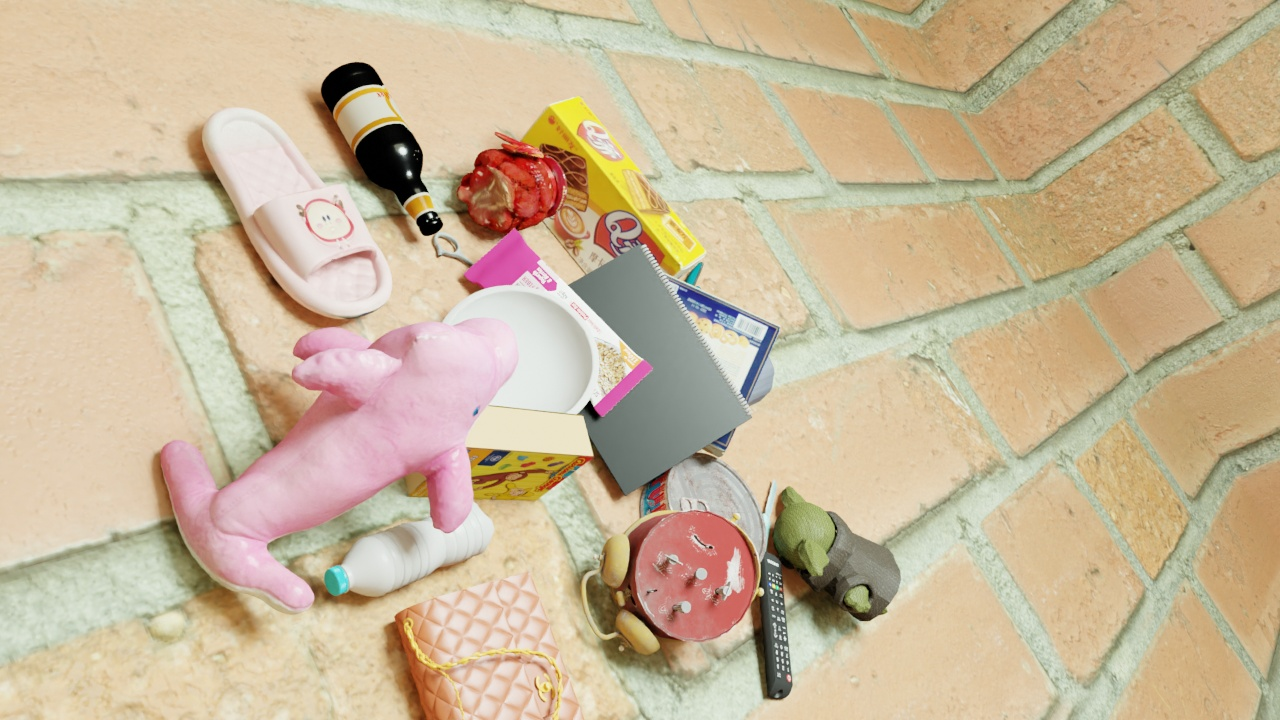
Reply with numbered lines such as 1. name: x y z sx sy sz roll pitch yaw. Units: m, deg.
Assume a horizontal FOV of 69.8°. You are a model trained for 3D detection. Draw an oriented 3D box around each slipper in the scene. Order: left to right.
1. slipper: -0.290 -0.130 0.789 0.221 0.056 0.106 53 36 5

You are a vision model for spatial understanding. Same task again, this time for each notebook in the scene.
1. notebook: -0.005 0.005 0.901 0.149 0.016 0.206 -31 81 -9

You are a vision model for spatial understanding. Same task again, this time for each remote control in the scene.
1. remote control: 0.131 0.257 0.910 0.033 0.015 0.146 32 46 -42

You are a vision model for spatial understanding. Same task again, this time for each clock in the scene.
1. clock: 0.026 0.190 0.793 0.158 0.081 0.117 -14 82 -21

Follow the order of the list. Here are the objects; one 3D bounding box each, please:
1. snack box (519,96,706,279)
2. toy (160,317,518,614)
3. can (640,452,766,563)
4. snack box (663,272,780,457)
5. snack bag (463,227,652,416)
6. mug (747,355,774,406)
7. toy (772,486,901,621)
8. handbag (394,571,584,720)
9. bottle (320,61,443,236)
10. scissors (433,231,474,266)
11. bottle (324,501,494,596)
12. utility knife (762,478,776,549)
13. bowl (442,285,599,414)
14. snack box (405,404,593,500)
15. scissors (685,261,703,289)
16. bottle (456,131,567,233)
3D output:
1. snack box: -0.042 -0.170 1.025 0.230 0.110 0.061 51 38 0
2. toy: -0.195 0.040 0.624 0.265 0.128 0.186 -39 74 -19
3. can: 0.064 0.159 0.914 0.130 0.044 0.129 26 44 -28
4. snack box: 0.049 0.003 0.936 0.144 0.043 0.145 25 78 2
5. snack bag: -0.081 -0.038 0.890 0.070 0.016 0.196 -43 84 -8
6. mug: 0.076 0.011 1.033 0.124 0.084 0.103 36 30 26
7. toy: 0.208 0.214 0.985 0.152 0.078 0.179 36 16 -12
8. handbag: -0.101 0.250 0.665 0.108 0.060 0.171 -5 64 -43
9. bottle: -0.243 -0.200 0.890 0.059 0.059 0.181 -18 74 -51
10. scissors: -0.149 -0.077 0.921 0.141 0.014 0.174 30 44 -20
11. bottle: -0.173 0.144 0.689 0.136 0.044 0.044 -14 71 -50
12. utility knife: 0.131 0.184 0.989 0.022 0.015 0.165 54 32 -20
13. bowl: -0.115 0.005 0.842 0.149 0.043 0.149 6 62 -12
14. snack box: -0.118 0.078 0.762 0.125 0.088 0.040 9 53 -41
15. scissors: 0.076 -0.068 1.137 0.124 0.019 0.154 30 44 -22
16. bottle: -0.135 -0.186 0.959 0.099 0.099 0.111 56 35 7
